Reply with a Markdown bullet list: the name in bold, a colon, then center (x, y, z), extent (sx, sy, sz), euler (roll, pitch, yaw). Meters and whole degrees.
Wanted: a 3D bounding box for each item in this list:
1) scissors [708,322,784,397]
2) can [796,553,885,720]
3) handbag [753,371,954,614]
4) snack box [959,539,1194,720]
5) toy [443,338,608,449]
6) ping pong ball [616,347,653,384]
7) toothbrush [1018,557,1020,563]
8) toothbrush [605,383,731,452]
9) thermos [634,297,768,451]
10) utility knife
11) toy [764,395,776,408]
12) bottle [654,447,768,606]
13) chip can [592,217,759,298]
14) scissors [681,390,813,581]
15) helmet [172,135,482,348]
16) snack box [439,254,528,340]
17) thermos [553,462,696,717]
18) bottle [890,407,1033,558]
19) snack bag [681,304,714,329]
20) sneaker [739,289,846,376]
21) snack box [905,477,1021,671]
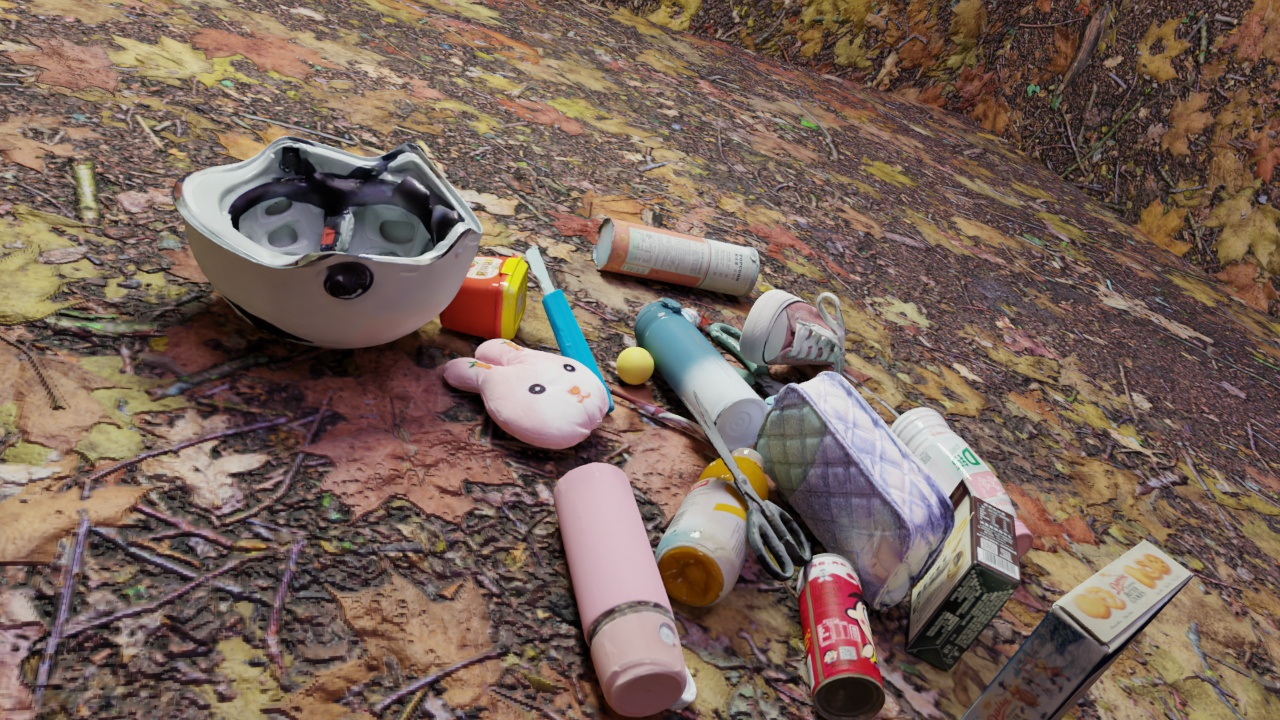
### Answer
- **scissors**: center (0.108, 0.009, 1.076), extent (0.175, 0.019, 0.175), euler (-1, 38, -37)
- **can**: center (0.156, 0.217, 0.729), extent (0.053, 0.053, 0.132), euler (18, 29, -8)
- **handbag**: center (0.188, 0.112, 0.820), extent (0.075, 0.134, 0.193), euler (-14, 51, -27)
- **snack box**: center (0.311, 0.230, 0.682), extent (0.177, 0.183, 0.046), euler (-9, 42, -44)
- **toy**: center (-0.107, 0.027, 0.866), extent (0.159, 0.054, 0.121), euler (26, 34, 19)
- **ping pong ball**: center (-0.006, 0.006, 0.978), extent (0.040, 0.040, 0.040), euler (17, 30, -10)
- **toothbrush**: center (0.304, 0.188, 0.917), extent (0.189, 0.018, 0.014), euler (11, 22, -18)
- **toothbrush**: center (0.023, 0.059, 0.937), extent (0.187, 0.016, 0.017), euler (25, 37, 4)
- **thermos**: center (0.056, 0.008, 0.969), extent (0.070, 0.070, 0.220), euler (5, 29, -29)
- **utility knife**: center (-0.078, -0.035, 0.945), extent (0.034, 0.018, 0.204), euler (-10, 66, -33)
- **toy**: center (0.189, 0.076, 0.986), extent (0.156, 0.050, 0.161), euler (29, 34, -5)
- **bottle**: center (0.069, 0.134, 0.791), extent (0.068, 0.068, 0.189), euler (28, 29, 8)
- **chip can**: center (0.048, -0.135, 1.217), extent (0.214, 0.071, 0.071), euler (9, 32, -23)
- **scissors**: center (0.083, 0.104, 0.757), extent (0.170, 0.014, 0.150), euler (41, 31, -21)
- **helmet**: center (-0.282, -0.095, 0.848), extent (0.258, 0.146, 0.229), euler (-13, 43, -32)
- **snack box**: center (-0.164, -0.066, 0.957), extent (0.080, 0.082, 0.091), euler (7, 29, 0)
- **thermos**: center (-0.011, 0.169, 0.688), extent (0.087, 0.067, 0.198), euler (36, 18, -35)
- **bottle**: center (0.339, 0.131, 0.976), extent (0.068, 0.068, 0.196), euler (8, 30, -25)
- **snack bag**: center (0.047, -0.045, 1.114), extent (0.048, 0.026, 0.104), euler (24, 26, 28)
- **sneaker**: center (0.202, -0.026, 1.091), extent (0.088, 0.118, 0.240), euler (23, 10, 32)
- **snack box**: center (0.277, 0.185, 0.803), extent (0.053, 0.113, 0.125), euler (28, 30, 6)
